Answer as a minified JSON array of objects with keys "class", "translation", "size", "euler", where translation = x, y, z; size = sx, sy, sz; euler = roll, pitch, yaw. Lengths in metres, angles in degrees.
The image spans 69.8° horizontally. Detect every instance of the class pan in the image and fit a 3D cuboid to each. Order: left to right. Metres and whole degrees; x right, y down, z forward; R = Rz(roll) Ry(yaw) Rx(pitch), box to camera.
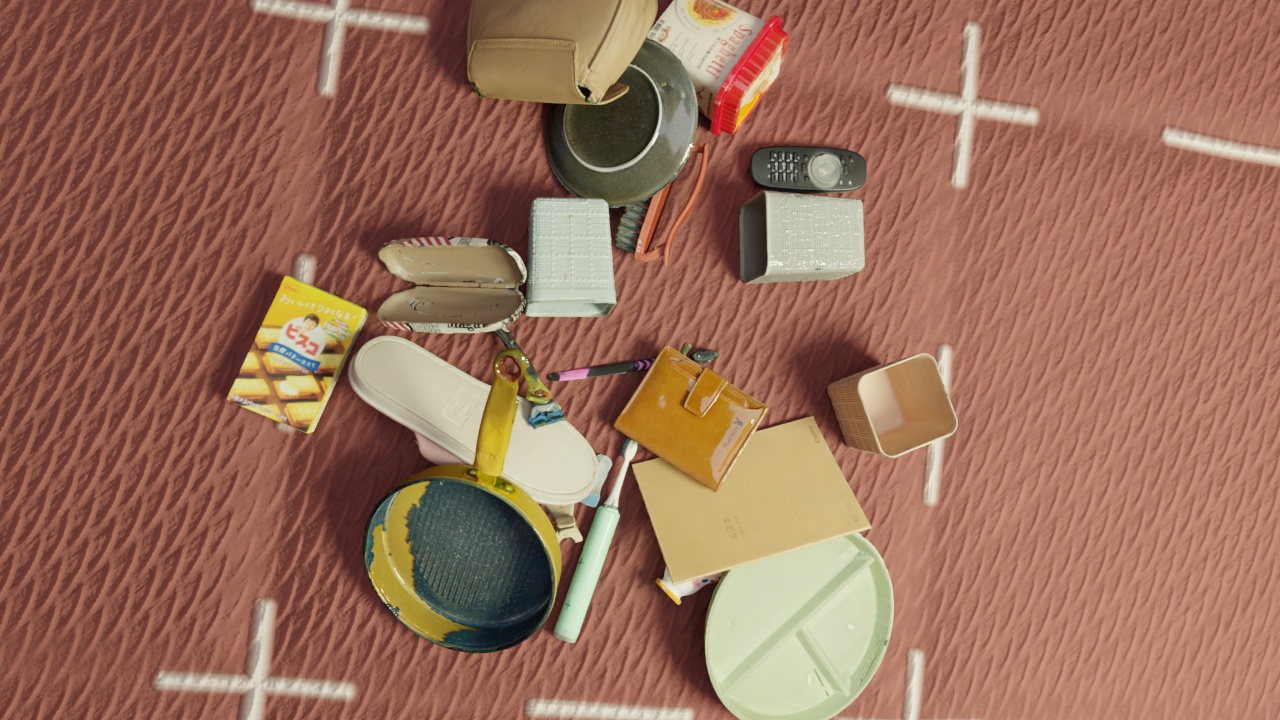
[{"class":"pan","translation":[-0.151,0.133,0.849],"size":[0.198,0.078,0.358],"euler":[22,114,3]}]

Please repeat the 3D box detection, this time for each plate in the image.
[{"class":"plate","translation":[-0.027,-0.250,0.954],"size":[0.180,0.024,0.179],"euler":[-1,89,25]},{"class":"plate","translation":[0.168,0.279,0.972],"size":[0.230,0.027,0.230],"euler":[-2,97,-22]}]

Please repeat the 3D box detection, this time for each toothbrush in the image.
[{"class":"toothbrush","translation":[-0.044,0.188,0.972],"size":[0.026,0.027,0.224],"euler":[23,84,-30]},{"class":"toothbrush","translation":[-0.006,0.006,0.993],"size":[0.189,0.018,0.014],"euler":[-8,79,-8]}]

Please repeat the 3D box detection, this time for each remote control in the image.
[{"class":"remote control","translation":[0.186,-0.213,1.030],"size":[0.136,0.024,0.053],"euler":[1,85,-10]}]

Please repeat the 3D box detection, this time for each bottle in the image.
[{"class":"bottle","translation":[0.065,0.207,0.969],"size":[0.108,0.063,0.063],"euler":[-44,94,-8]}]

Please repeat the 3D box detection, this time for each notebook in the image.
[{"class":"notebook","translation":[0.112,0.142,0.960],"size":[0.211,0.012,0.149],"euler":[-14,49,-9]}]

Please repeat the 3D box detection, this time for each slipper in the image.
[{"class":"slipper","translation":[-0.169,0.068,0.929],"size":[0.274,0.055,0.113],"euler":[29,45,-10]}]

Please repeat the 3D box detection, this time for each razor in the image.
[{"class":"razor","translation":[-0.123,0.004,0.952],"size":[0.042,0.022,0.142],"euler":[-12,63,-45]}]

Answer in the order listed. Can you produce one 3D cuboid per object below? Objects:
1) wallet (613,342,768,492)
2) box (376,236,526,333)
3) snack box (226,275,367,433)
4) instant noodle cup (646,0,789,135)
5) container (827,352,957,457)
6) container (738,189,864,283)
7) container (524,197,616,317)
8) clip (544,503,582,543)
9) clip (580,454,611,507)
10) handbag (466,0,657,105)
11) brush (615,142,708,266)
[{"class":"wallet","translation":[0.056,0.054,0.965],"size":[0.131,0.035,0.119],"euler":[32,93,13]},{"class":"box","translation":[-0.194,-0.072,0.914],"size":[0.162,0.075,0.085],"euler":[2,58,19]},{"class":"snack box","translation":[-0.347,-0.006,0.935],"size":[0.087,0.034,0.140],"euler":[24,82,-7]},{"class":"instant noodle cup","translation":[0.078,-0.325,0.983],"size":[0.124,0.117,0.116],"euler":[35,82,7]},{"class":"container","translation":[0.263,0.049,0.983],"size":[0.090,0.111,0.090],"euler":[-20,90,-10]},{"class":"container","translation":[0.175,-0.131,0.994],"size":[0.114,0.090,0.090],"euler":[0,87,-12]},{"class":"container","translation":[-0.074,-0.106,0.954],"size":[0.090,0.090,0.111],"euler":[0,84,-9]},{"class":"clip","translation":[-0.078,0.173,0.943],"size":[0.035,0.099,0.098],"euler":[-10,118,-11]},{"class":"clip","translation":[-0.049,0.127,0.977],"size":[0.024,0.028,0.057],"euler":[23,83,-11]},{"class":"handbag","translation":[-0.082,-0.328,0.927],"size":[0.205,0.099,0.147],"euler":[16,84,36]},{"class":"brush","translation":[0.024,-0.174,0.984],"size":[0.069,0.063,0.145],"euler":[19,85,6]}]
